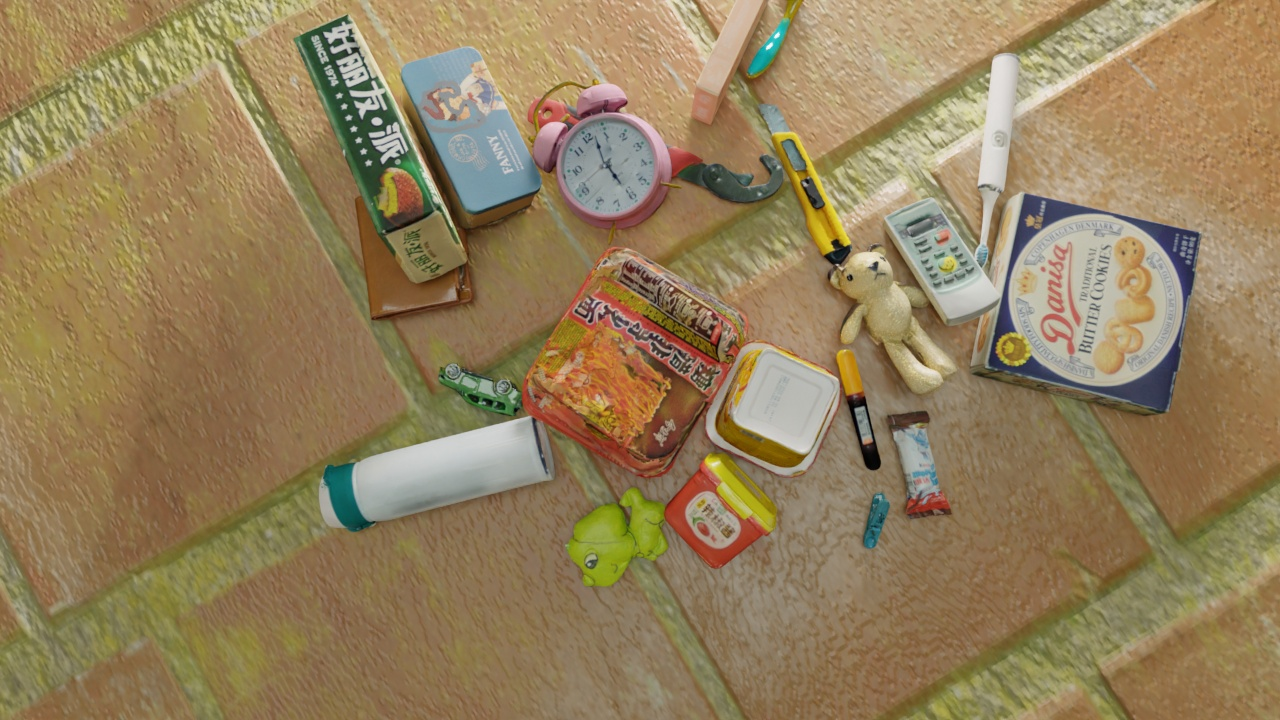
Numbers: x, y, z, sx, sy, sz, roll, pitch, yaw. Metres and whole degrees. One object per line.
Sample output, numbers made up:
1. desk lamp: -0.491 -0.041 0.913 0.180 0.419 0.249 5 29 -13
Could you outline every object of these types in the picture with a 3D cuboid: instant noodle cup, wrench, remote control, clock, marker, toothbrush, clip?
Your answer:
1. instant noodle cup: 0.128 0.042 0.858 0.116 0.124 0.116 25 85 5
2. wrench: 0.013 -0.217 0.945 0.273 0.016 0.056 17 85 4
3. remote control: 0.293 -0.098 0.898 0.056 0.019 0.135 -23 63 0
4. clock: -0.041 -0.205 0.911 0.117 0.059 0.158 -38 89 9
5. marker: 0.214 0.049 0.900 0.018 0.015 0.124 -16 95 3
6. toothbrush: 0.356 -0.200 0.925 0.027 0.026 0.221 8 84 14
7. instant noodle cup: -0.005 0.005 0.889 0.164 0.079 0.188 32 85 5
8. clip: 0.229 0.157 0.893 0.013 0.034 0.055 16 101 4

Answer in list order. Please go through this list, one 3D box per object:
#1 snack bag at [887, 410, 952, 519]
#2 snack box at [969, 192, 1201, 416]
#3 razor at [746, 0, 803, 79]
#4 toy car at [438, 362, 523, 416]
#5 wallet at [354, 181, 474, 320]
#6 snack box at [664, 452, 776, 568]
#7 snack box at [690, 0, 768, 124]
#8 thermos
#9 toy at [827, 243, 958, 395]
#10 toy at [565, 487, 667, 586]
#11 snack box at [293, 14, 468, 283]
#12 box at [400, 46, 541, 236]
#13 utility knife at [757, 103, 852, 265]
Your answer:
1. snack bag: 0.272 0.102 0.896 0.048 0.026 0.104 -7 84 -11
2. snack box: 0.434 -0.054 0.897 0.182 0.046 0.178 13 84 3
3. razor: 0.142 -0.345 0.948 0.043 0.028 0.132 22 81 28
4. toy car: -0.158 0.028 0.910 0.091 0.043 0.036 21 85 4
5. wallet: -0.230 -0.113 0.934 0.108 0.031 0.131 -11 79 0
6. snack box: 0.075 0.144 0.875 0.091 0.082 0.080 46 100 7
7. snack box: 0.095 -0.323 0.919 0.026 0.084 0.157 25 85 1
8. thermos: -0.199 0.113 0.893 0.224 0.073 0.073 -14 83 1
9. toy: 0.247 -0.039 0.891 0.105 0.066 0.157 -29 77 -7
10. toy: -0.023 0.172 0.896 0.100 0.031 0.096 1 84 -2
11. snack box: -0.247 -0.201 0.882 0.063 0.114 0.240 -25 73 -5
12. box: -0.169 -0.216 0.918 0.089 0.063 0.184 -26 82 -20
13. utility knife: 0.166 -0.183 0.936 0.033 0.015 0.190 -24 83 -4
